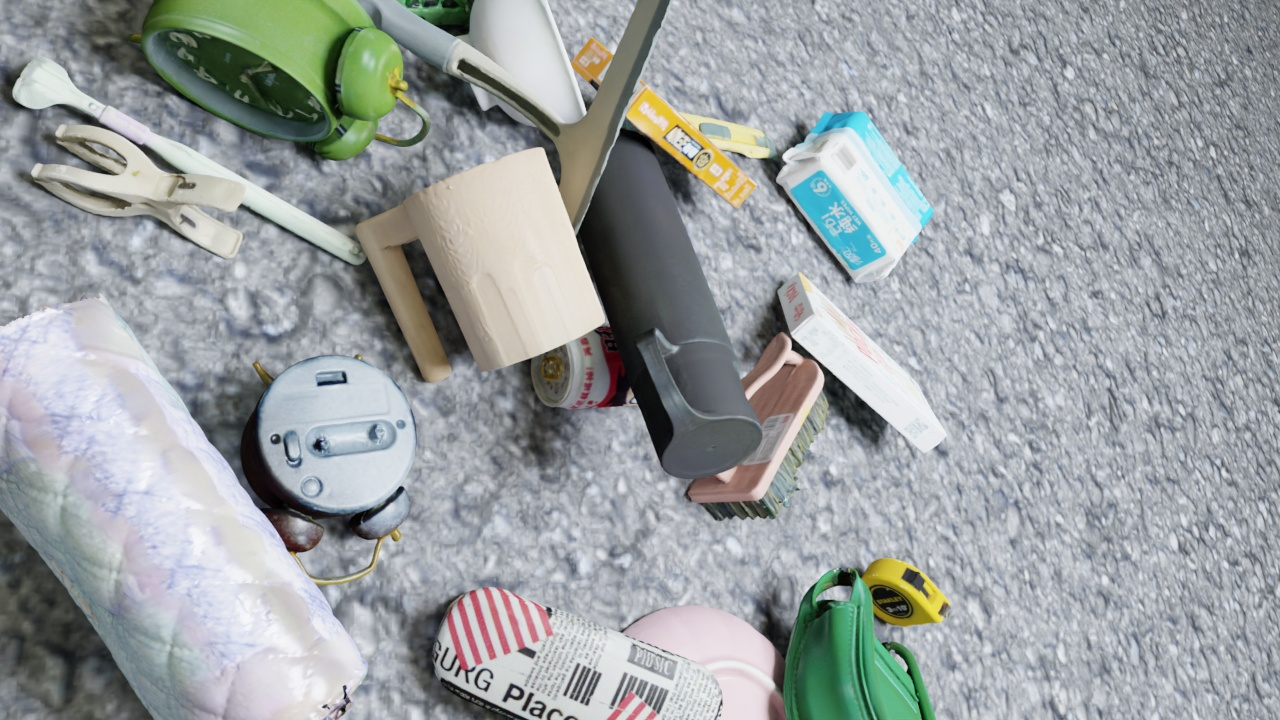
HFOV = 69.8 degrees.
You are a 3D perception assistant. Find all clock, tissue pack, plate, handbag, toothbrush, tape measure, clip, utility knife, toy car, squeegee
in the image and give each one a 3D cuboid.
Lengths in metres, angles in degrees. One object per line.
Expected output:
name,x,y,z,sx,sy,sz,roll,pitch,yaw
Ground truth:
clock,-0.190,-0.162,0.499,0.161,0.116,0.056,23,73,-24
tissue pack,0.185,-0.141,0.791,0.140,0.063,0.089,50,54,-9
clock,-0.163,0.055,0.479,0.081,0.055,0.122,-5,78,-37
plate,0.045,0.250,0.570,0.192,0.039,0.192,13,67,-32
handbag,0.152,0.219,0.615,0.131,0.068,0.120,49,36,-32
toothbrush,-0.237,-0.103,0.505,0.189,0.020,0.029,29,66,-26
tape measure,0.196,0.174,0.694,0.057,0.060,0.028,47,55,-6
clip,-0.256,-0.088,0.475,0.097,0.060,0.034,19,62,-17
utility knife,0.044,-0.183,0.740,0.177,0.019,0.031,-2,70,-32
toy car,-0.137,-0.247,0.616,0.091,0.036,0.043,-16,82,-42
squeegee,-0.112,-0.180,0.560,0.246,0.247,0.039,35,38,11
handbag,-0.206,0.079,0.390,0.075,0.134,0.194,-39,98,-38

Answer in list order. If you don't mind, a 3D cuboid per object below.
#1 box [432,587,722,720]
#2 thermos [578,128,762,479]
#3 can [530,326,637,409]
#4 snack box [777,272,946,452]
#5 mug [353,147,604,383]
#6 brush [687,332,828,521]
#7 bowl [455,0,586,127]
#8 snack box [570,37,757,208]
box,-0.033,0.175,0.498,0.163,0.077,0.074,25,66,-8
thermos,0.005,-0.050,0.561,0.090,0.068,0.242,54,13,-51
can,-0.004,0.004,0.612,0.132,0.053,0.053,-1,75,-36
snack box,0.176,0.001,0.734,0.157,0.027,0.084,40,21,-19
mug,-0.092,-0.050,0.523,0.103,0.125,0.084,68,19,-9
brush,0.089,0.045,0.658,0.073,0.063,0.145,54,51,-21
bowl,-0.084,-0.200,0.609,0.065,0.118,0.118,-22,87,-1
snack box,0.020,-0.165,0.649,0.153,0.026,0.075,24,23,-52
